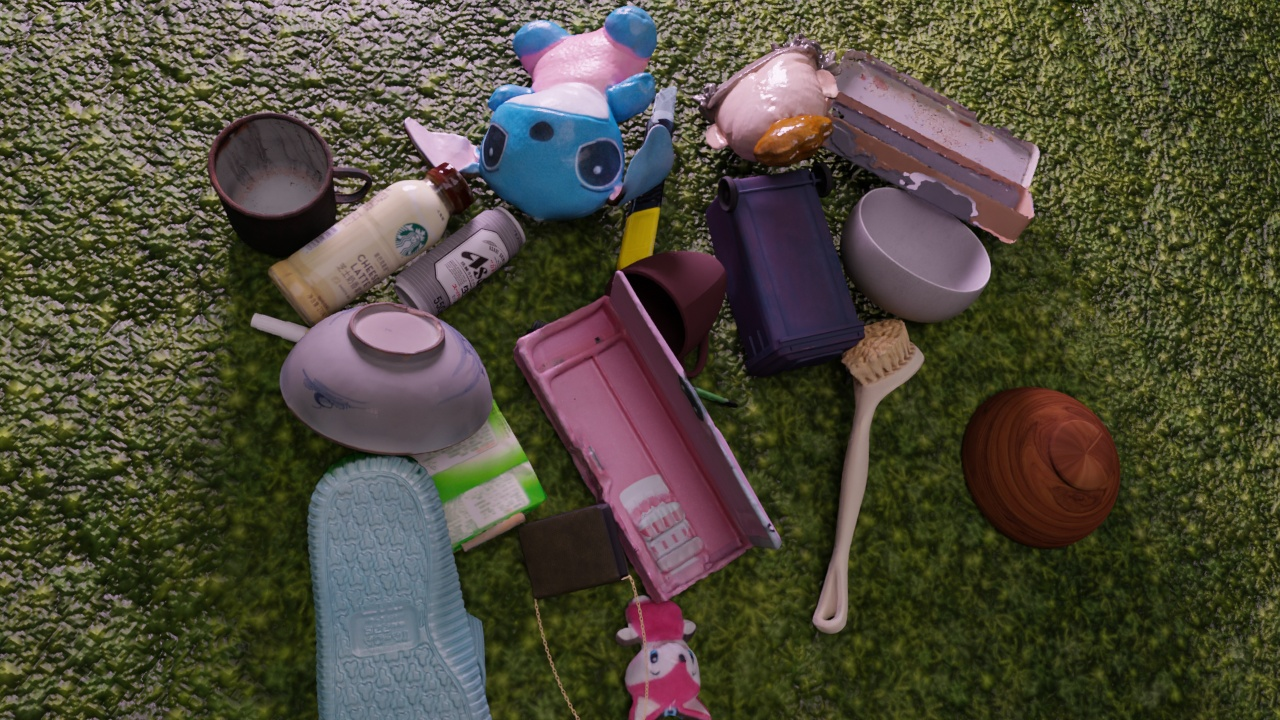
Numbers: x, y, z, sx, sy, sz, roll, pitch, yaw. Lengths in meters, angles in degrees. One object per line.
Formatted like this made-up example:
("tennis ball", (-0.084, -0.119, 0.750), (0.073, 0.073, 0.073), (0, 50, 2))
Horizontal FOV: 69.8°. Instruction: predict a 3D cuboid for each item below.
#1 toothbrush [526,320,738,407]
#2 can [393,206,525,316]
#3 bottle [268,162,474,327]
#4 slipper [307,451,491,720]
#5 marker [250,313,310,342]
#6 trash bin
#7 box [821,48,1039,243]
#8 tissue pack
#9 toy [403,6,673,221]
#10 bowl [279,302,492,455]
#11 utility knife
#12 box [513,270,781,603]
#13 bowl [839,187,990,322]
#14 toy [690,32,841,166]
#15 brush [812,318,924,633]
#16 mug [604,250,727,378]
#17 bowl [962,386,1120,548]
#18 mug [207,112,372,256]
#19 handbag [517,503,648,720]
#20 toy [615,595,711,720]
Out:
("toothbrush", (-0.005, 0.004, 0.764), (0.188, 0.014, 0.017), (20, 63, -8))
("can", (-0.144, -0.078, 0.735), (0.106, 0.044, 0.044), (-41, 88, -21))
("bottle", (-0.204, -0.093, 0.711), (0.161, 0.057, 0.056), (-39, 87, -17))
("slipper", (-0.167, 0.197, 0.637), (0.116, 0.069, 0.276), (-9, 91, -13))
("marker", (-0.233, -0.011, 0.708), (0.132, 0.014, 0.014), (18, 71, -9))
("trash bin", (0.120, -0.073, 0.776), (0.093, 0.092, 0.160), (-12, 79, -18))
("box", (0.272, -0.206, 0.866), (0.216, 0.063, 0.156), (27, 58, 0))
("tissue pack", (-0.138, 0.092, 0.693), (0.113, 0.034, 0.099), (-26, 83, -19))
("toy", (-0.074, -0.206, 0.766), (0.224, 0.099, 0.191), (7, 68, 16))
("bowl", (-0.177, -0.002, 0.656), (0.150, 0.057, 0.150), (12, 32, -8))
("utility knife", (0.010, -0.161, 0.812), (0.028, 0.020, 0.197), (15, 72, -11))
("box", (0.005, 0.056, 0.682), (0.098, 0.115, 0.232), (-27, 84, -21))
("bowl", (0.235, -0.086, 0.814), (0.131, 0.065, 0.131), (14, 45, -15))
("toy", (0.119, -0.213, 0.795), (0.076, 0.133, 0.175), (50, 21, -35))
("brush", (0.182, 0.091, 0.767), (0.077, 0.062, 0.271), (23, 74, -24))
("mug", (0.035, -0.041, 0.761), (0.088, 0.087, 0.114), (-37, 117, -39))
("bowl", (0.367, 0.088, 0.805), (0.147, 0.069, 0.147), (4, 73, -13))
("mug", (-0.262, -0.130, 0.699), (0.111, 0.081, 0.085), (-3, 75, -15))
("handbag", (-0.035, 0.200, 0.679), (0.084, 0.027, 0.178), (-17, 84, 19))
("toy", (0.017, 0.226, 0.689), (0.065, 0.050, 0.102), (-6, 71, -11))
